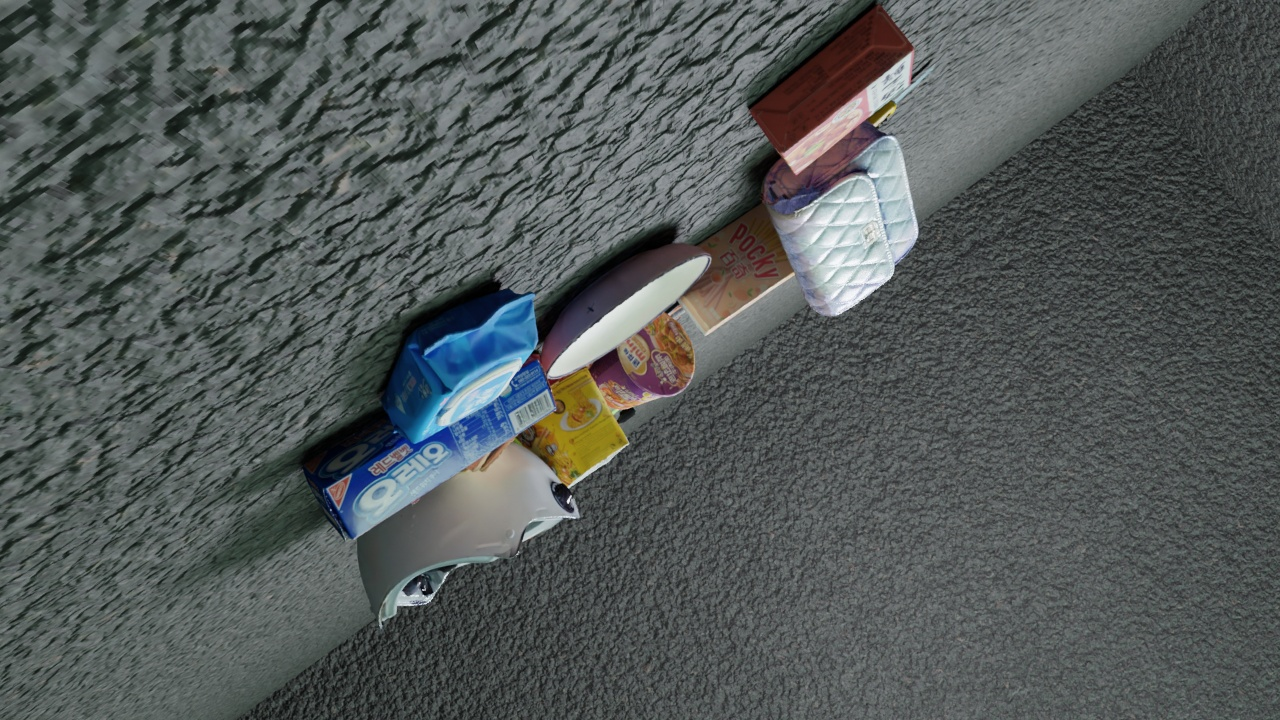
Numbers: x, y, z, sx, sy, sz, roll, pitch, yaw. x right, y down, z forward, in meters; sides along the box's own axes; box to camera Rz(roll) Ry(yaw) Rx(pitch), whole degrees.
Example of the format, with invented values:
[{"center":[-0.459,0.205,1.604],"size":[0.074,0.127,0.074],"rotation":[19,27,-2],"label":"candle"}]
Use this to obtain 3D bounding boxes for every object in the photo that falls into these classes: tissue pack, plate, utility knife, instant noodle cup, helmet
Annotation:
[{"center":[-0.130,0.006,0.665],"size":[0.094,0.052,0.158],"rotation":[-32,172,-33],"label":"tissue pack"},{"center":[-0.020,-0.053,0.869],"size":[0.192,0.039,0.192],"rotation":[-36,173,-5],"label":"plate"},{"center":[0.231,-0.237,0.969],"size":[0.207,0.015,0.033],"rotation":[-41,175,35],"label":"utility knife"},{"center":[-0.086,0.074,1.054],"size":[0.115,0.123,0.116],"rotation":[-32,172,-32],"label":"instant noodle cup"},{"center":[-0.007,0.006,1.102],"size":[0.111,0.111,0.099],"rotation":[-30,178,-41],"label":"instant noodle cup"},{"center":[-0.196,0.159,0.982],"size":[0.230,0.146,0.258],"rotation":[-32,174,23],"label":"helmet"}]

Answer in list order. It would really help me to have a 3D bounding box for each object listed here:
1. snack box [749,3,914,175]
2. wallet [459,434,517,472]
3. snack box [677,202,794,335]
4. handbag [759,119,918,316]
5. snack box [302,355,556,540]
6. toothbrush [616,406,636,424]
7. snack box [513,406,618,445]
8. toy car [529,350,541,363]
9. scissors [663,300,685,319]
[{"center":[0.147,-0.197,0.694],"size":[0.113,0.044,0.127],"rotation":[-38,174,15],"label":"snack box"},{"center":[-0.151,0.070,0.871],"size":[0.087,0.024,0.115],"rotation":[-48,-154,-19],"label":"wallet"},{"center":[0.106,-0.102,0.978],"size":[0.157,0.084,0.026],"rotation":[-35,170,-15],"label":"snack box"},{"center":[0.198,-0.139,0.895],"size":[0.134,0.075,0.194],"rotation":[-39,143,1],"label":"handbag"},{"center":[-0.171,0.064,0.761],"size":[0.207,0.057,0.058],"rotation":[-33,-147,-25],"label":"snack box"},{"center":[-0.092,0.128,1.226],"size":[0.213,0.026,0.027],"rotation":[-38,-153,5],"label":"toothbrush"},{"center":[-0.145,0.107,1.221],"size":[0.158,0.070,0.209],"rotation":[-42,171,35],"label":"snack box"},{"center":[-0.116,0.014,0.895],"size":[0.049,0.031,0.106],"rotation":[-36,176,7],"label":"toy car"},{"center":[-0.007,-0.024,1.213],"size":[0.234,0.021,0.162],"rotation":[-38,174,15],"label":"scissors"}]
